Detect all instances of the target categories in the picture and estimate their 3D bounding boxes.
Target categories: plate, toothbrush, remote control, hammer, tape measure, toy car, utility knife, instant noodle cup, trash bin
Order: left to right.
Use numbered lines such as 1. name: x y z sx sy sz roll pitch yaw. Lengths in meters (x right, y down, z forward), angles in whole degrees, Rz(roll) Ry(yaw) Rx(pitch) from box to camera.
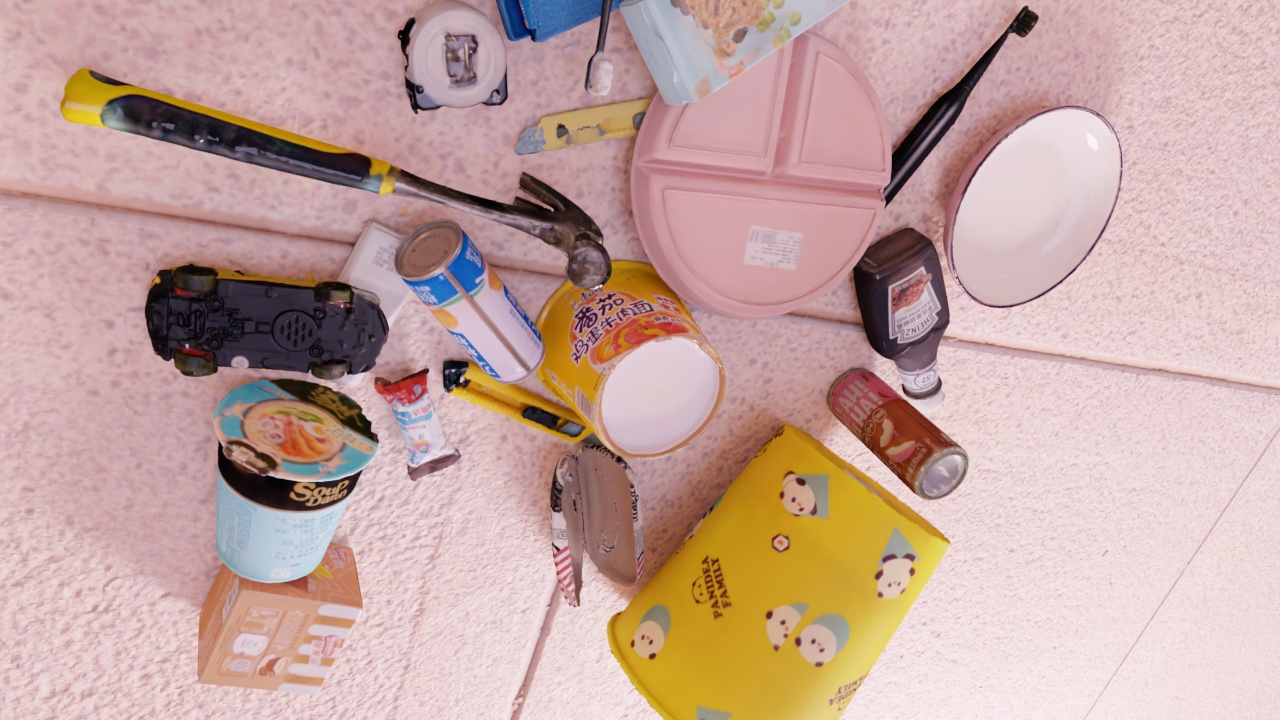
1. toy car: -0.250 -0.025 0.620 0.155 0.041 0.071 4 109 -15
2. instant noodle cup: -0.259 0.093 0.664 0.111 0.111 0.121 8 122 -29
3. hammer: -0.178 -0.119 0.581 0.323 0.126 0.032 13 114 -20
4. remote control: -0.199 -0.038 0.658 0.049 0.024 0.125 23 107 -34
5. tape measure: -0.121 -0.197 0.593 0.065 0.033 0.066 -13 124 -20
6. utility knife: -0.078 0.045 0.770 0.209 0.015 0.033 26 108 -35
7. toothbrush: -0.014 -0.259 0.580 0.015 0.018 0.181 -5 116 -33
8. utility knife: -0.013 -0.174 0.673 0.167 0.018 0.031 -12 117 -13
9. instant noodle cup: -0.004 0.004 0.721 0.138 0.110 0.138 -12 122 -20
10. plate: 0.102 -0.140 0.708 0.229 0.028 0.230 -8 110 -23
11. trash bin: 0.134 0.213 0.850 0.229 0.229 0.255 32 97 -35
12. toothbrush: 0.254 -0.205 0.768 0.213 0.027 0.026 -51 168 10
13. plate: 0.353 -0.142 0.844 0.192 0.039 0.193 -12 123 -19

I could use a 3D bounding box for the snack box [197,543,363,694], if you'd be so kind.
1. snack box: -0.285 0.198 0.725 0.094 0.077 0.093 20 108 -32

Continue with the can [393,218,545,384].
1. can: -0.119 -0.038 0.663 0.053 0.053 0.134 -35 139 -2

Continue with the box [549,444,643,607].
1. box: -0.034 0.147 0.814 0.088 0.076 0.163 -4 124 2

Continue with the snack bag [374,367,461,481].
1. snack bag: -0.174 0.048 0.720 0.045 0.026 0.105 -22 128 -16

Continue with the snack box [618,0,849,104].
1. snack box: 0.076 -0.249 0.619 0.174 0.052 0.074 -37 116 -13

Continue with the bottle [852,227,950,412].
1. bottle: 0.253 -0.029 0.864 0.080 0.044 0.195 -30 128 -5

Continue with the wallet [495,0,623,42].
1. wallet: -0.054 -0.278 0.573 0.106 0.040 0.133 -29 128 -17

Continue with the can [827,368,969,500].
1. can: 0.234 0.065 0.844 0.057 0.147 0.058 -12 123 -19
